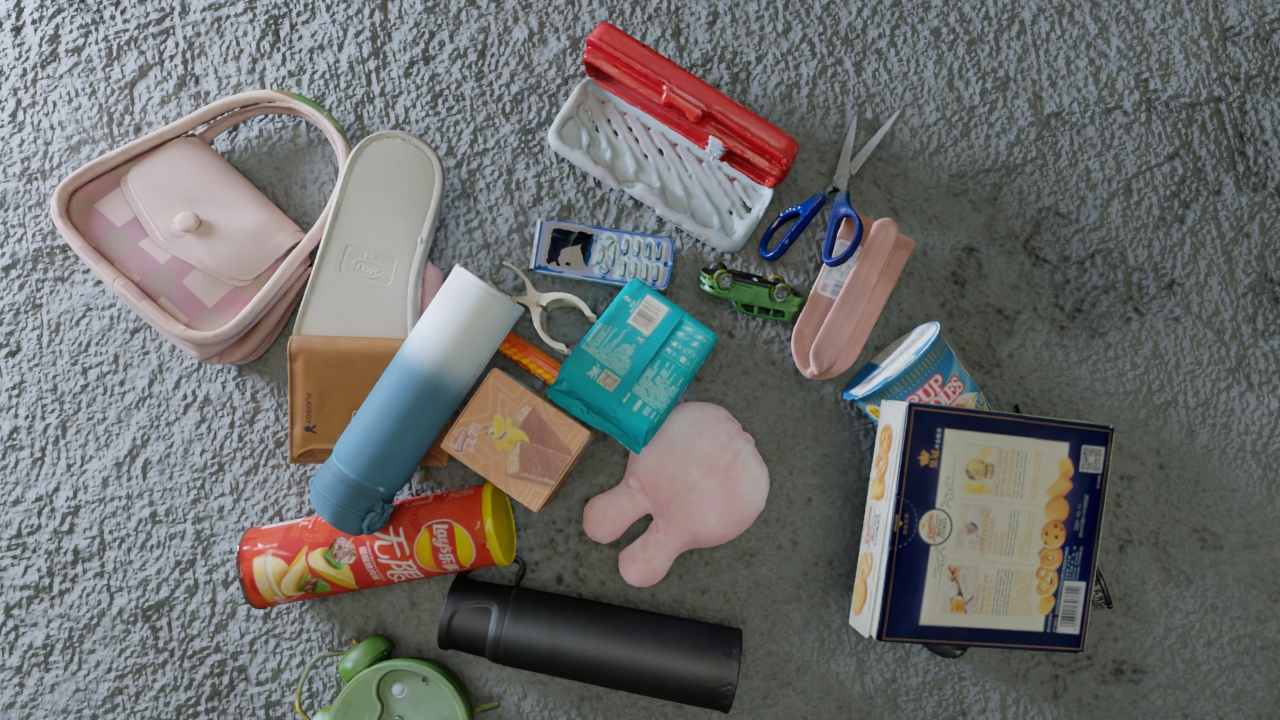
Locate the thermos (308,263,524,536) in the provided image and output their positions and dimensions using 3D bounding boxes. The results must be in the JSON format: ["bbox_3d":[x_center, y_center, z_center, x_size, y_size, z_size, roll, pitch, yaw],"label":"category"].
[{"bbox_3d":[-0.174,0.033,0.711,0.070,0.070,0.220,33,90,3],"label":"thermos"}]

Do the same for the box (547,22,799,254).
[{"bbox_3d":[0.024,-0.185,0.776,0.201,0.095,0.100,32,83,2],"label":"box"}]

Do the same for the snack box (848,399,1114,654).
[{"bbox_3d":[0.263,0.127,0.705,0.182,0.046,0.178,7,92,-12],"label":"snack box"}]

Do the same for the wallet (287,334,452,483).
[{"bbox_3d":[-0.221,0.040,0.755,0.130,0.035,0.119,1,94,-6],"label":"wallet"}]

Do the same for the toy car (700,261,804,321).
[{"bbox_3d":[0.094,-0.060,0.790,0.091,0.043,0.036,16,108,-6],"label":"toy car"}]

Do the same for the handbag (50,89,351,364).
[{"bbox_3d":[-0.351,-0.131,0.790,0.193,0.093,0.234,42,79,3],"label":"handbag"}]

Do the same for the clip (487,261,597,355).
[{"bbox_3d":[-0.075,-0.055,0.799,0.087,0.035,0.104,-34,78,1],"label":"clip"}]

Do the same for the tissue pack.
[{"bbox_3d":[-0.005,0.004,0.763,0.093,0.050,0.133,35,62,4],"label":"tissue pack"}]

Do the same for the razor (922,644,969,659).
[{"bbox_3d":[0.283,0.172,0.770,0.067,0.062,0.167,40,80,-27],"label":"razor"}]

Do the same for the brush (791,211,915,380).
[{"bbox_3d":[0.173,-0.050,0.775,0.063,0.073,0.145,27,88,2],"label":"brush"}]

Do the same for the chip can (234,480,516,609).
[{"bbox_3d":[-0.216,0.152,0.756,0.216,0.073,0.073,-10,85,3],"label":"chip can"}]

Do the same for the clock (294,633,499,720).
[{"bbox_3d":[-0.209,0.295,0.758,0.161,0.056,0.116,24,85,2],"label":"clock"}]

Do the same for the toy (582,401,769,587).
[{"bbox_3d":[0.030,0.111,0.770,0.159,0.054,0.121,-38,79,-7],"label":"toy"}]

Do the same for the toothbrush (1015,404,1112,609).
[{"bbox_3d":[0.359,0.126,0.788,0.017,0.014,0.189,-24,85,11],"label":"toothbrush"}]

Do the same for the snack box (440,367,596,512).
[{"bbox_3d":[-0.097,0.065,0.757,0.094,0.093,0.077,34,87,3],"label":"snack box"}]

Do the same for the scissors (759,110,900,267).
[{"bbox_3d":[0.163,-0.143,0.790,0.163,0.012,0.162,-27,44,26],"label":"scissors"}]

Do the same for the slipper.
[{"bbox_3d":[-0.228,-0.059,0.783,0.114,0.054,0.274,11,95,-8],"label":"slipper"}]

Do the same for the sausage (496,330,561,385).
[{"bbox_3d":[-0.083,0.007,0.798,0.165,0.021,0.021,33,86,4],"label":"sausage"}]

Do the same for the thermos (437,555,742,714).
[{"bbox_3d":[-0.039,0.221,0.760,0.242,0.069,0.089,12,63,2],"label":"thermos"}]

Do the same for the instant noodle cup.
[{"bbox_3d":[0.242,0.040,0.761,0.099,0.099,0.110,-42,93,-3],"label":"instant noodle cup"}]

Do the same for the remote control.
[{"bbox_3d":[-0.034,-0.091,0.804,0.125,0.024,0.049,9,85,0],"label":"remote control"}]
